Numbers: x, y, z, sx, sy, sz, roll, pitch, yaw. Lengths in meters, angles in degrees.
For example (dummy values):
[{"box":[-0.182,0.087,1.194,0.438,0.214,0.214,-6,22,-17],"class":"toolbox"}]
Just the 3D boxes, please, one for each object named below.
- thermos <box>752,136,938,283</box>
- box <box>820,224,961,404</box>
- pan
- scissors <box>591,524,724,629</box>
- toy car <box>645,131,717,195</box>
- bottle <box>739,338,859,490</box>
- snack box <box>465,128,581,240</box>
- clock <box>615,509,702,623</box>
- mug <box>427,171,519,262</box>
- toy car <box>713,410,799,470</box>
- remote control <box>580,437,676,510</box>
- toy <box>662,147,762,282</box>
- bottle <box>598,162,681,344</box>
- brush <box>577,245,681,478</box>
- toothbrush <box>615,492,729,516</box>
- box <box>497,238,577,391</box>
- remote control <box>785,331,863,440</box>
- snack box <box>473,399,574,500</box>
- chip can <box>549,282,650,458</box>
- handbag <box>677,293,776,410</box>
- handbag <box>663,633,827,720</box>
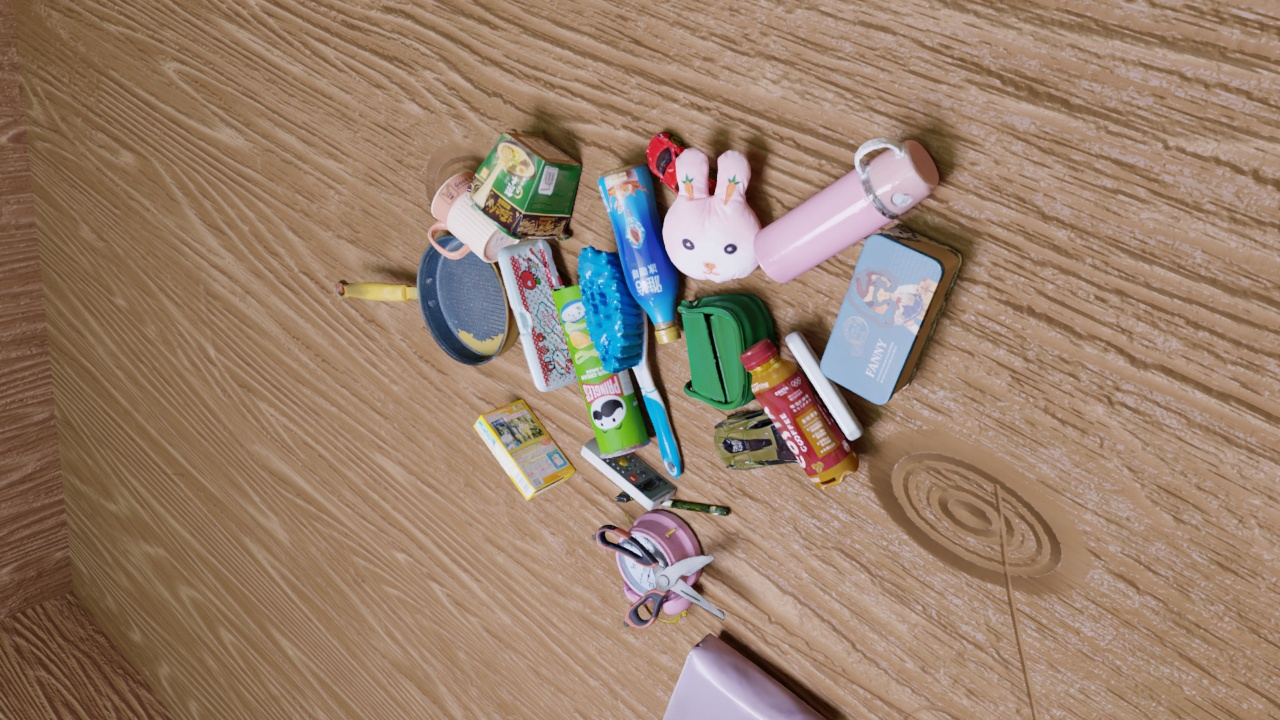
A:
[{"box":[0.201,-0.155,0.938,0.199,0.087,0.067,-31,40,44],"class":"thermos"},{"box":[0.254,-0.042,0.948,0.090,0.061,0.185,30,121,30],"class":"box"},{"box":[-0.330,-0.099,1.402,0.358,0.078,0.198,11,112,37],"class":"pan"},{"box":[0.019,0.284,1.211,0.189,0.015,0.223,55,132,11],"class":"scissors"},{"box":[0.044,-0.223,1.079,0.106,0.031,0.049,50,129,18],"class":"toy car"},{"box":[0.173,0.057,1.016,0.058,0.057,0.175,-32,93,42],"class":"bottle"},{"box":[-0.143,-0.228,1.187,0.117,0.118,0.106,39,116,23],"class":"snack box"},{"box":[0.024,0.287,1.258,0.117,0.059,0.158,6,111,39],"class":"clock"},{"box":[-0.236,-0.188,1.273,0.106,0.114,0.082,43,166,17],"class":"mug"},{"box":[0.156,0.092,1.092,0.158,0.042,0.070,-14,97,39],"class":"toy car"},{"box":[-0.018,0.149,1.245,0.135,0.056,0.019,37,125,25],"class":"remote control"},{"box":[0.081,-0.161,1.039,0.121,0.054,0.160,7,122,23],"class":"toy"},{"box":[0.007,-0.128,1.120,0.065,0.065,0.219,-11,98,42],"class":"bottle"},{"box":[-0.007,0.007,1.173,0.061,0.109,0.314,-10,91,33],"class":"brush"},{"box":[0.040,0.195,1.239,0.186,0.017,0.012,1,103,39],"class":"toothbrush"},{"box":[-0.146,-0.059,1.249,0.095,0.101,0.201,-12,97,41],"class":"box"},{"box":[0.204,0.028,1.018,0.020,0.055,0.136,-33,83,13],"class":"remote control"},{"box":[-0.170,0.129,1.344,0.140,0.086,0.034,53,130,12],"class":"snack box"},{"box":[-0.052,0.007,1.214,0.072,0.072,0.236,-12,97,42],"class":"chip can"},{"box":[0.098,-0.013,1.091,0.120,0.067,0.131,10,113,46],"class":"handbag"},{"box":[0.140,0.469,1.200,0.197,0.098,0.145,31,125,29],"class":"handbag"}]
